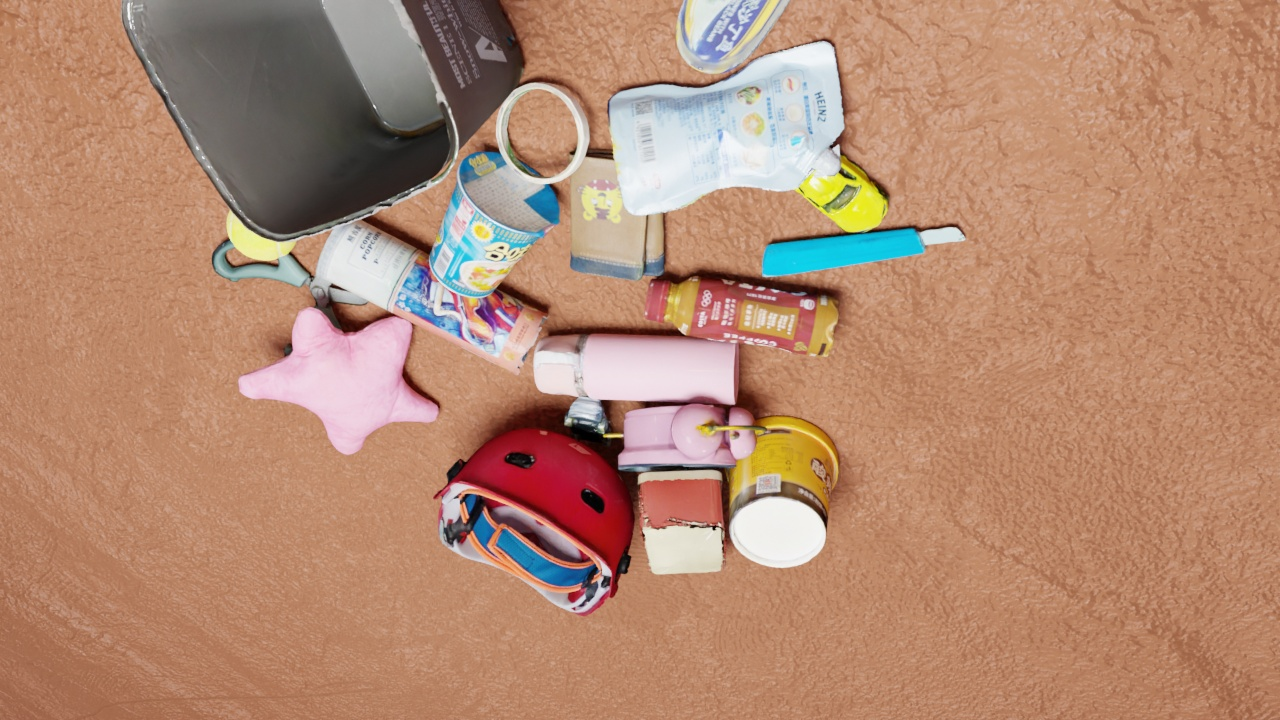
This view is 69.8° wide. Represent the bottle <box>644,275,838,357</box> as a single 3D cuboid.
[{"bbox_3d":[0.092,-0.044,0.853,0.175,0.057,0.058,9,124,6],"label":"bottle"}]

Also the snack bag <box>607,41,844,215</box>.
[{"bbox_3d":[0.071,-0.188,0.758,0.191,0.039,0.110,-9,86,11],"label":"snack bag"}]

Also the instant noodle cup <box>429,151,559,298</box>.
[{"bbox_3d":[-0.141,-0.116,0.838,0.099,0.099,0.110,33,130,-11],"label":"instant noodle cup"}]

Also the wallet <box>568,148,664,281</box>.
[{"bbox_3d":[-0.021,-0.132,0.835,0.090,0.033,0.115,7,120,9],"label":"wallet"}]

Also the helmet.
[{"bbox_3d":[-0.093,0.144,0.946,0.207,0.143,0.241,28,149,1],"label":"helmet"}]

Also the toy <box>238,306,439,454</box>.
[{"bbox_3d":[-0.294,0.019,0.962,0.179,0.074,0.194,-40,127,13],"label":"toy"}]

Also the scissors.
[{"bbox_3d":[-0.373,-0.067,0.960,0.179,0.019,0.171,31,125,-8],"label":"scissors"}]

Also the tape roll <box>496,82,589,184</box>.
[{"bbox_3d":[-0.086,-0.198,0.800,0.086,0.013,0.086,8,112,22],"label":"tape roll"}]

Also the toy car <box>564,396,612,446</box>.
[{"bbox_3d":[-0.052,0.065,0.954,0.043,0.034,0.091,6,159,7],"label":"toy car"}]

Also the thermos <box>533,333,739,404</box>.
[{"bbox_3d":[-0.005,0.005,0.892,0.199,0.087,0.067,3,81,9],"label":"thermos"}]

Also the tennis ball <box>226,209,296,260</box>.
[{"bbox_3d":[-0.365,-0.129,0.888,0.065,0.065,0.066,6,124,8],"label":"tennis ball"}]

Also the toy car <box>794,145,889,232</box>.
[{"bbox_3d":[0.166,-0.147,0.785,0.105,0.032,0.048,35,122,-14],"label":"toy car"}]

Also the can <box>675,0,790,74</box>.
[{"bbox_3d":[0.081,-0.290,0.697,0.074,0.049,0.148,30,123,-9],"label":"can"}]

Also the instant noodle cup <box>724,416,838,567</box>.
[{"bbox_3d":[0.140,0.136,0.927,0.118,0.114,0.119,5,123,8],"label":"instant noodle cup"}]

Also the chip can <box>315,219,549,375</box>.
[{"bbox_3d":[-0.200,-0.062,0.894,0.214,0.071,0.071,27,124,-7],"label":"chip can"}]

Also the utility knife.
[{"bbox_3d":[0.196,-0.100,0.818,0.179,0.018,0.034,-6,136,14],"label":"utility knife"}]

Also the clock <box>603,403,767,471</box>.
[{"bbox_3d":[0.049,0.076,0.896,0.159,0.059,0.117,-9,168,43],"label":"clock"}]

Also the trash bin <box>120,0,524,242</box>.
[{"bbox_3d":[-0.207,-0.230,0.688,0.199,0.219,0.199,-15,113,22],"label":"trash bin"}]

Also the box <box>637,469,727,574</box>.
[{"bbox_3d":[0.043,0.179,0.951,0.091,0.077,0.168,-3,152,4],"label":"box"}]
